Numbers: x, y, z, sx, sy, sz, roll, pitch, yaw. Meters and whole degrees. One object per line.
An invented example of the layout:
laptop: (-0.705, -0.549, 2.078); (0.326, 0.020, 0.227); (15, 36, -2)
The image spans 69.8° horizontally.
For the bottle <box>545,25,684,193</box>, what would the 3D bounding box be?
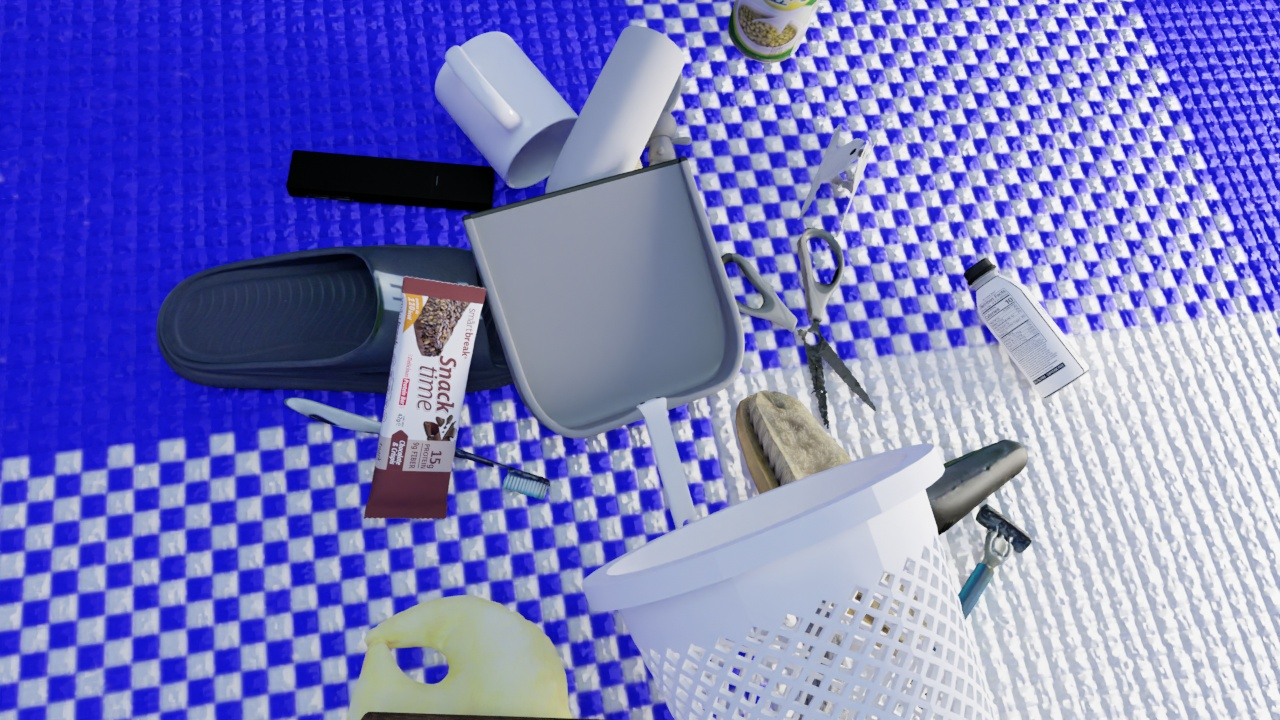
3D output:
bottle: (-0.031, -0.144, 0.662); (0.052, 0.052, 0.195); (25, 79, 1)

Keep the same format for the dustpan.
dustpan: (-0.004, 0.004, 0.628); (0.163, 0.033, 0.257); (-18, 97, -15)

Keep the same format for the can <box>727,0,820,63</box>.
can: (0.117, -0.308, 0.747); (0.067, 0.121, 0.067); (3, 69, -8)

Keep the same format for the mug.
mug: (-0.103, -0.189, 0.676); (0.074, 0.110, 0.090); (-41, 79, 8)

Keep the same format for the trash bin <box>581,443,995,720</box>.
trash bin: (0.097, 0.172, 0.472); (0.195, 0.196, 0.199); (-20, 84, -16)

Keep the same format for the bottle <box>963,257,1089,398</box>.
bottle: (0.295, -0.028, 0.713); (0.041, 0.041, 0.116); (-29, 76, -18)

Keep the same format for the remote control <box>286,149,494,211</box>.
remote control: (-0.187, -0.135, 0.692); (0.150, 0.013, 0.034); (3, 65, -8)

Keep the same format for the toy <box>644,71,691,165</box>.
toy: (0.015, -0.186, 0.735); (0.049, 0.030, 0.111); (-6, 75, 4)

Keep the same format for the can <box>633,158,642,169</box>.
can: (-0.019, -0.153, 0.712); (0.038, 0.038, 0.079); (-13, 72, -13)

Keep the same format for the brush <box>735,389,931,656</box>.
brush: (0.124, 0.101, 0.595); (0.059, 0.043, 0.195); (-18, 66, -32)

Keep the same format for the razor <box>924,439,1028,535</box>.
razor: (0.212, 0.087, 0.656); (0.151, 0.054, 0.067); (-21, 55, -22)

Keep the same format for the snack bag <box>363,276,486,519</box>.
snack bag: (-0.138, 0.027, 0.591); (0.057, 0.013, 0.158); (7, 99, -33)

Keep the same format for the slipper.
slipper: (-0.192, -0.039, 0.620); (0.268, 0.083, 0.110); (-2, 68, -8)

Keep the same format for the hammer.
hammer: (-0.007, 0.189, 0.538); (0.300, 0.037, 0.217); (11, 61, -20)

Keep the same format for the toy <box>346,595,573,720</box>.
toy: (-0.103, 0.229, 0.541); (0.155, 0.065, 0.170); (16, 69, -1)

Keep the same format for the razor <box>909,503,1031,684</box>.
razor: (0.227, 0.167, 0.640); (0.042, 0.022, 0.143); (37, 69, 7)

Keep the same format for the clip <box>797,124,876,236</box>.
clip: (0.164, -0.153, 0.742); (0.058, 0.052, 0.101); (6, 61, 36)

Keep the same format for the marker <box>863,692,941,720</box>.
marker: (0.135, 0.246, 0.600); (0.152, 0.011, 0.011); (-17, 73, -15)

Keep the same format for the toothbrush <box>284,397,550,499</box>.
toothbrush: (-0.152, 0.059, 0.624); (0.189, 0.016, 0.017); (19, 78, -2)

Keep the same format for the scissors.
scissors: (0.126, -0.036, 0.704); (0.157, 0.013, 0.165); (26, 68, 4)
